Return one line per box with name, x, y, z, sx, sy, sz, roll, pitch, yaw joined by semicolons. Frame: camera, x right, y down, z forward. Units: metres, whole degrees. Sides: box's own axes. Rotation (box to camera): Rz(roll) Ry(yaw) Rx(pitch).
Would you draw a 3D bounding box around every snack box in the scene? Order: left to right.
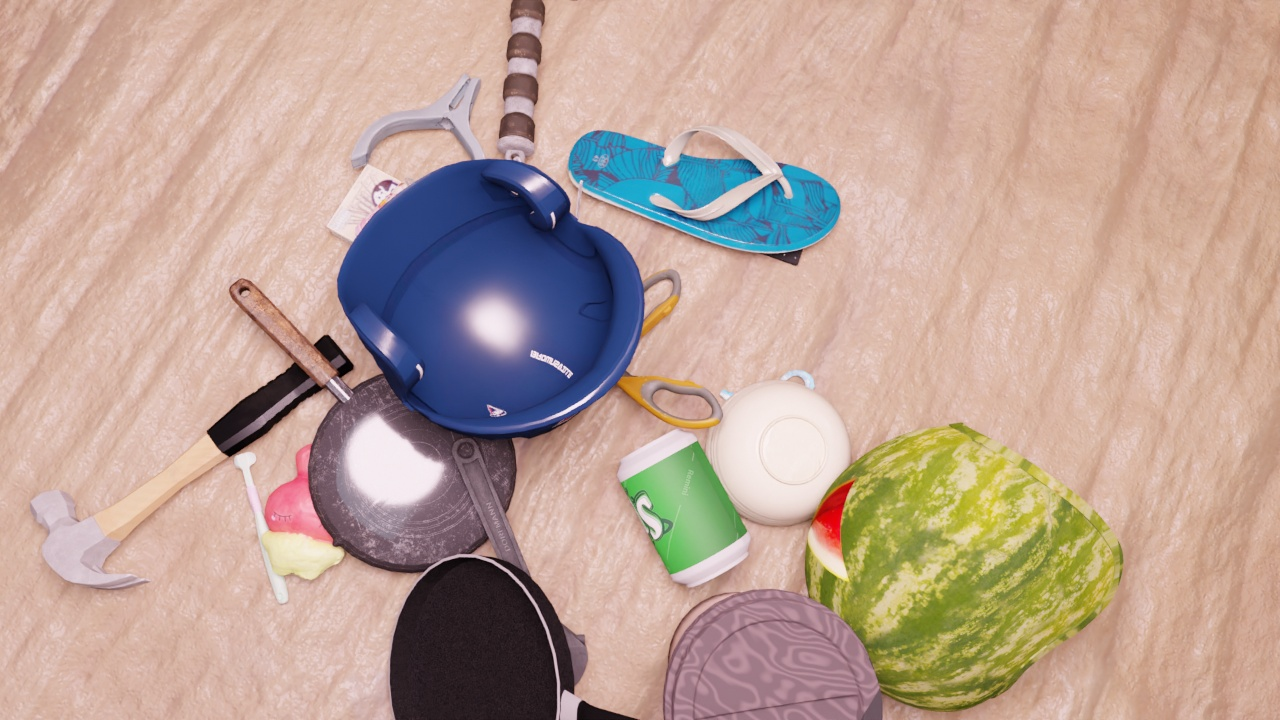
snack box;-0.240;-0.134;0.959;0.150;0.026;0.082;28;80;2

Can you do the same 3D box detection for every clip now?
clip;-0.225;-0.219;0.956;0.165;0.032;0.164;-17;75;-15

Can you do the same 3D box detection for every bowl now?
bowl;0.144;0.090;0.911;0.150;0.075;0.150;1;82;-4

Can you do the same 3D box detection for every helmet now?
helmet;-0.113;-0.029;0.828;0.272;0.223;0.232;25;69;40
helmet;0.270;0.189;0.841;0.243;0.213;0.247;35;95;-17

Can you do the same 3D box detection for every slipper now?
slipper;0.068;-0.186;0.959;0.295;0.060;0.118;14;71;0

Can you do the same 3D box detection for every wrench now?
wrench;-0.122;0.200;0.892;0.073;0.018;0.273;-22;97;-6

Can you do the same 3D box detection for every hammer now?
hammer;-0.427;0.092;0.900;0.327;0.039;0.131;-40;69;-11
hammer;-0.123;-0.335;0.968;0.177;0.079;0.326;4;81;-2

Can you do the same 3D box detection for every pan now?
pan;-0.272;0.049;0.891;0.357;0.040;0.207;47;71;-6
pan;-0.096;0.290;0.793;0.357;0.034;0.225;-1;84;38

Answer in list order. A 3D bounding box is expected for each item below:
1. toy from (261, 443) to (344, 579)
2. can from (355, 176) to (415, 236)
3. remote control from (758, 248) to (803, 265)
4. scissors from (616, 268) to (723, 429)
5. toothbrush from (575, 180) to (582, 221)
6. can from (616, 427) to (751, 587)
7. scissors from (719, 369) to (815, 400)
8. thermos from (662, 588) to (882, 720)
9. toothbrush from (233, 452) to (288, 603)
toy;-0.322;0.147;0.903;0.091;0.045;0.135;15;79;-4
can;-0.232;-0.131;0.903;0.076;0.067;0.067;-42;86;8
remote control;0.107;-0.139;0.987;0.140;0.009;0.030;19;81;0
scissors;-0.006;0.005;0.924;0.230;0.016;0.225;34;73;27
toothbrush;-0.068;-0.125;0.890;0.010;0.182;0.010;25;67;3
can;0.042;0.144;0.902;0.087;0.088;0.140;-28;84;-7
scissors;0.140;0.075;0.956;0.134;0.011;0.140;-35;86;-10
thermos;0.099;0.283;0.813;0.172;0.226;0.172;0;81;-3
toothbrush;-0.375;0.167;0.913;0.022;0.015;0.154;-18;83;-3
